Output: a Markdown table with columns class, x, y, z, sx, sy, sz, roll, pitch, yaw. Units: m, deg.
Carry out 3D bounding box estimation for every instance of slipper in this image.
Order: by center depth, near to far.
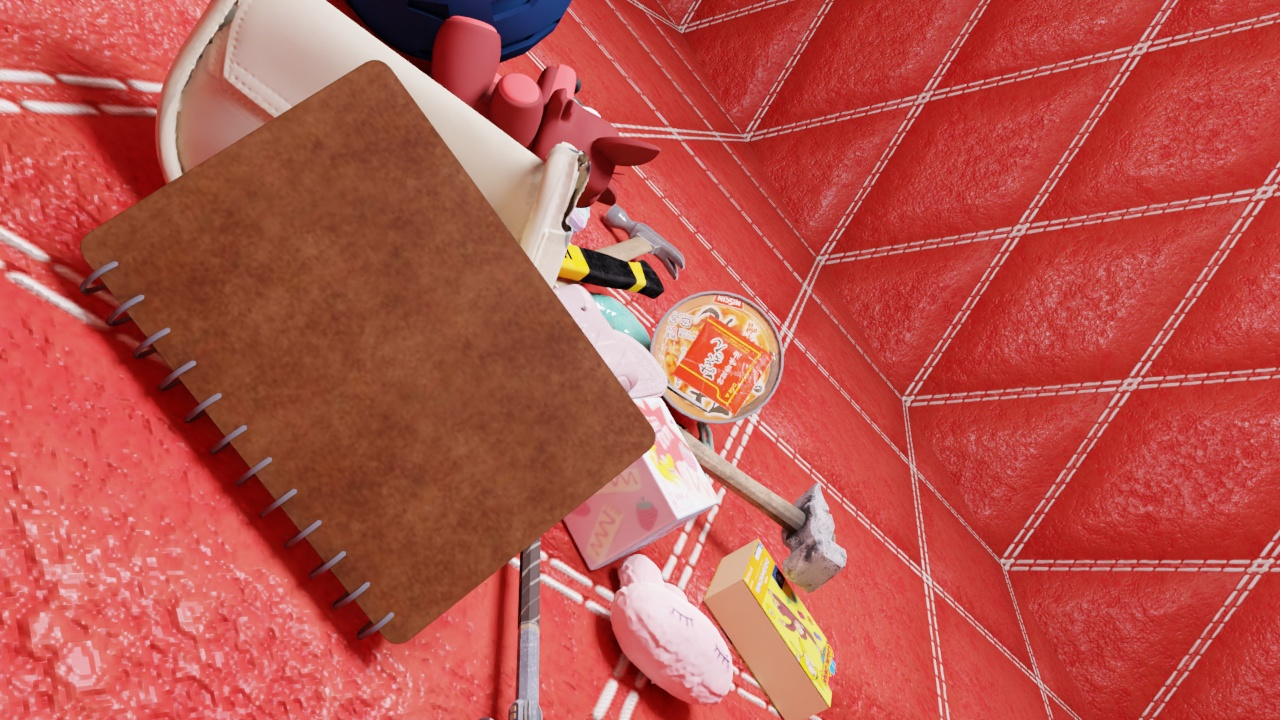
| class | x | y | z | sx | sy | sz | roll | pitch | yaw |
| --- | --- | --- | --- | --- | --- | --- | --- | --- | --- |
| slipper | -0.042 | -0.008 | 0.666 | 0.094 | 0.064 | 0.239 | 53 | 23 | 22 |

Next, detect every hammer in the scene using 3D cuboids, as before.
| class | x | y | z | sx | sy | sz | roll | pitch | yaw |
| --- | --- | --- | --- | --- | --- | --- | --- | --- | --- |
| hammer | -0.063 | 0.130 | 0.517 | 0.098 | 0.044 | 0.321 | 45 | 21 | -30 |
| hammer | 0.051 | 0.081 | 0.794 | 0.318 | 0.049 | 0.121 | 35 | 25 | -18 |
| hammer | -0.072 | -0.086 | 0.809 | 0.323 | 0.034 | 0.169 | 6 | 53 | -57 |
| hammer | -0.034 | -0.111 | 0.968 | 0.119 | 0.031 | 0.330 | 36 | 20 | 7 |

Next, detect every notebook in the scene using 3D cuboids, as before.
| class | x | y | z | sx | sy | sz | roll | pitch | yaw |
| --- | --- | --- | --- | --- | --- | --- | --- | --- | --- |
| notebook | -0.122 | -0.002 | 0.427 | 0.225 | 0.167 | 0.024 | 54 | -13 | -6 |

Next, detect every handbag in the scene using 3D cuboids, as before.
| class | x | y | z | sx | sy | sz | roll | pitch | yaw |
| --- | --- | --- | --- | --- | --- | --- | --- | --- | --- |
| handbag | -0.141 | -0.094 | 0.509 | 0.229 | 0.184 | 0.131 | 38 | 15 | -6 |

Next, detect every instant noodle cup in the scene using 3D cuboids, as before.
| class | x | y | z | sx | sy | sz | roll | pitch | yaw |
| --- | --- | --- | --- | --- | --- | --- | --- | --- | --- |
| instant noodle cup | 0.067 | 0.006 | 0.899 | 0.123 | 0.123 | 0.122 | 58 | -7 | 6 |

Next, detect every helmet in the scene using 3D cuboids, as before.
| class | x | y | z | sx | sy | sz | roll | pitch | yaw |
| --- | --- | --- | --- | --- | --- | --- | --- | --- | --- |
| helmet | -0.144 | -0.386 | 0.824 | 0.223 | 0.272 | 0.233 | 52 | -15 | 15 |

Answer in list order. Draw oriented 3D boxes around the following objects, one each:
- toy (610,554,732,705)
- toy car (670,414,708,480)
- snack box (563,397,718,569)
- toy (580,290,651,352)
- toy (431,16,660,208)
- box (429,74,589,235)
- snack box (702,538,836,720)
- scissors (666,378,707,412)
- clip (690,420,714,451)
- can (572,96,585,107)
| class | x | y | z | sx | sy | sz | roll | pitch | yaw |
| --- | --- | --- | --- | --- | --- | --- | --- | --- | --- |
| toy | 0.017 | 0.180 | 0.627 | 0.108 | 0.053 | 0.105 | 44 | 7 | -27 |
| toy car | 0.029 | 0.075 | 0.850 | 0.105 | 0.033 | 0.048 | 57 | 20 | 6 |
| snack box | -0.009 | 0.085 | 0.664 | 0.094 | 0.080 | 0.093 | 60 | 19 | 13 |
| toy | -0.026 | -0.023 | 0.882 | 0.085 | 0.033 | 0.105 | 1 | 54 | -50 |
| toy | -0.093 | -0.202 | 0.798 | 0.197 | 0.159 | 0.120 | 20 | 74 | -13 |
| box | -0.129 | -0.218 | 0.942 | 0.214 | 0.033 | 0.076 | 50 | 20 | -18 |
| snack box | 0.113 | 0.230 | 0.786 | 0.126 | 0.040 | 0.088 | 56 | 19 | -1 |
| scissors | -0.005 | 0.004 | 0.817 | 0.136 | 0.019 | 0.138 | 30 | 2 | -27 |
| clip | 0.059 | 0.090 | 0.904 | 0.023 | 0.044 | 0.076 | 46 | 21 | -30 |
| can | -0.083 | -0.238 | 1.023 | 0.090 | 0.075 | 0.089 | 49 | 19 | -24 |
